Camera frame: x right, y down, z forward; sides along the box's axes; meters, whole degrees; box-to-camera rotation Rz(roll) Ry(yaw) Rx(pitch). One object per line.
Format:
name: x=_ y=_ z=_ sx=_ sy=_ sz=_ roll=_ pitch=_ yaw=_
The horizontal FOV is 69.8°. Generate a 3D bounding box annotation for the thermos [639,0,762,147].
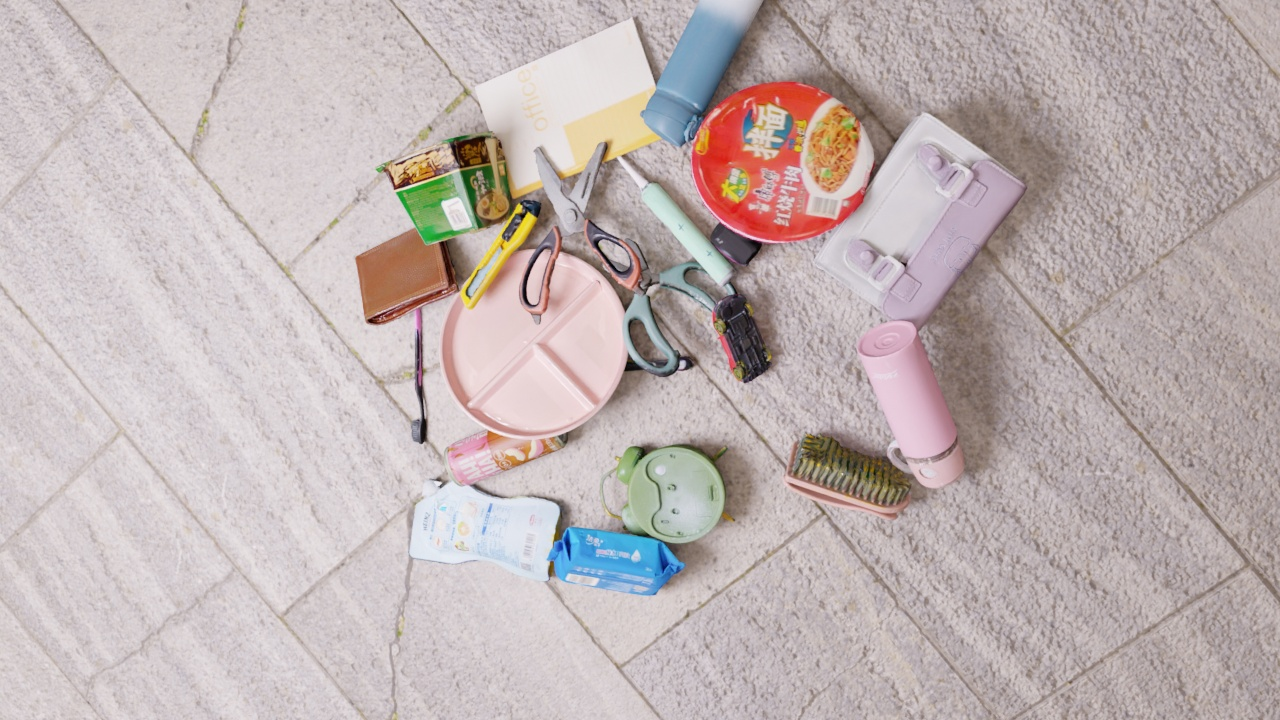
thermos: x=0.075 y=-0.344 z=1.010 sx=0.070 sy=0.070 sz=0.220 roll=27 pitch=95 yaw=5

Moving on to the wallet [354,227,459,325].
wallet: x=-0.288 y=-0.107 z=1.120 sx=0.125 sy=0.032 sz=0.101 roll=-22 pitch=66 yaw=10

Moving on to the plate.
plate: x=-0.126 y=-0.019 z=1.092 sx=0.229 sy=0.028 sz=0.229 roll=-1 pitch=80 yaw=8

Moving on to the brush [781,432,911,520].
brush: x=0.241 y=0.141 z=1.067 sx=0.145 sy=0.063 sz=0.073 roll=19 pitch=129 yaw=4

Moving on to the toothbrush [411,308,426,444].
toothbrush: x=-0.283 y=0.013 z=1.160 sx=0.018 sy=0.014 sz=0.189 roll=3 pitch=98 yaw=22

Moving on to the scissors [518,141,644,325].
scissors: x=-0.082 y=-0.147 z=1.066 sx=0.189 sy=0.015 sz=0.222 roll=-35 pitch=80 yaw=12

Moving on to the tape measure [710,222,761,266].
tape measure: x=0.108 y=-0.135 z=1.049 sx=0.057 sy=0.057 sz=0.039 roll=39 pitch=108 yaw=-1

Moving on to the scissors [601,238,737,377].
scissors: x=0.021 y=-0.056 z=1.066 sx=0.173 sy=0.019 sz=0.178 roll=22 pitch=80 yaw=-2

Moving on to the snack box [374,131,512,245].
snack box: x=-0.215 y=-0.196 z=1.063 sx=0.118 sy=0.117 sz=0.105 roll=-12 pitch=102 yaw=28

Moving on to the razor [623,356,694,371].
razor: x=-0.007 y=0.006 z=1.107 sx=0.143 sy=0.022 sz=0.043 roll=-1 pitch=100 yaw=10

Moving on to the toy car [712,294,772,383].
toy car: x=0.115 y=-0.027 z=1.062 sx=0.049 sy=0.031 sz=0.106 roll=-32 pitch=113 yaw=-20

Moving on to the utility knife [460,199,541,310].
utility knife: x=-0.165 y=-0.125 z=1.077 sx=0.033 sy=0.015 sz=0.154 roll=40 pitch=102 yaw=24

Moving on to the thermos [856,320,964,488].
thermos: x=0.294 y=0.053 z=1.012 sx=0.087 sy=0.067 sz=0.199 roll=-3 pitch=129 yaw=40

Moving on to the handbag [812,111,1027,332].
handbag: x=0.301 y=-0.146 z=0.999 sx=0.145 sy=0.098 sz=0.197 roll=33 pitch=102 yaw=-2

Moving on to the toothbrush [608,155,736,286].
toothbrush: x=0.030 y=-0.176 z=1.070 sx=0.027 sy=0.026 sz=0.224 roll=-42 pitch=84 yaw=14

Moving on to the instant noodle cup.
instant noodle cup: x=0.152 y=-0.205 z=1.005 sx=0.194 sy=0.066 sz=0.193 roll=-1 pitch=72 yaw=4

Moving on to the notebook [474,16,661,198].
notebook: x=-0.081 y=-0.294 z=1.076 sx=0.206 sy=0.010 sz=0.146 roll=-19 pitch=88 yaw=12

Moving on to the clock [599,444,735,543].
clock: x=0.029 y=0.157 z=1.104 sx=0.161 sy=0.056 sz=0.116 roll=-5 pitch=96 yaw=10

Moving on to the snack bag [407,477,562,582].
snack bag: x=-0.198 y=0.214 z=1.161 sx=0.191 sy=0.038 sz=0.110 roll=10 pitch=104 yaw=9

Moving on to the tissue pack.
tissue pack: x=-0.032 y=0.240 z=1.099 sx=0.157 sy=0.095 sz=0.052 roll=12 pitch=60 yaw=-8

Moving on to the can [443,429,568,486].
can: x=-0.165 y=0.105 z=1.129 sx=0.147 sy=0.057 sz=0.058 roll=-23 pitch=93 yaw=12
